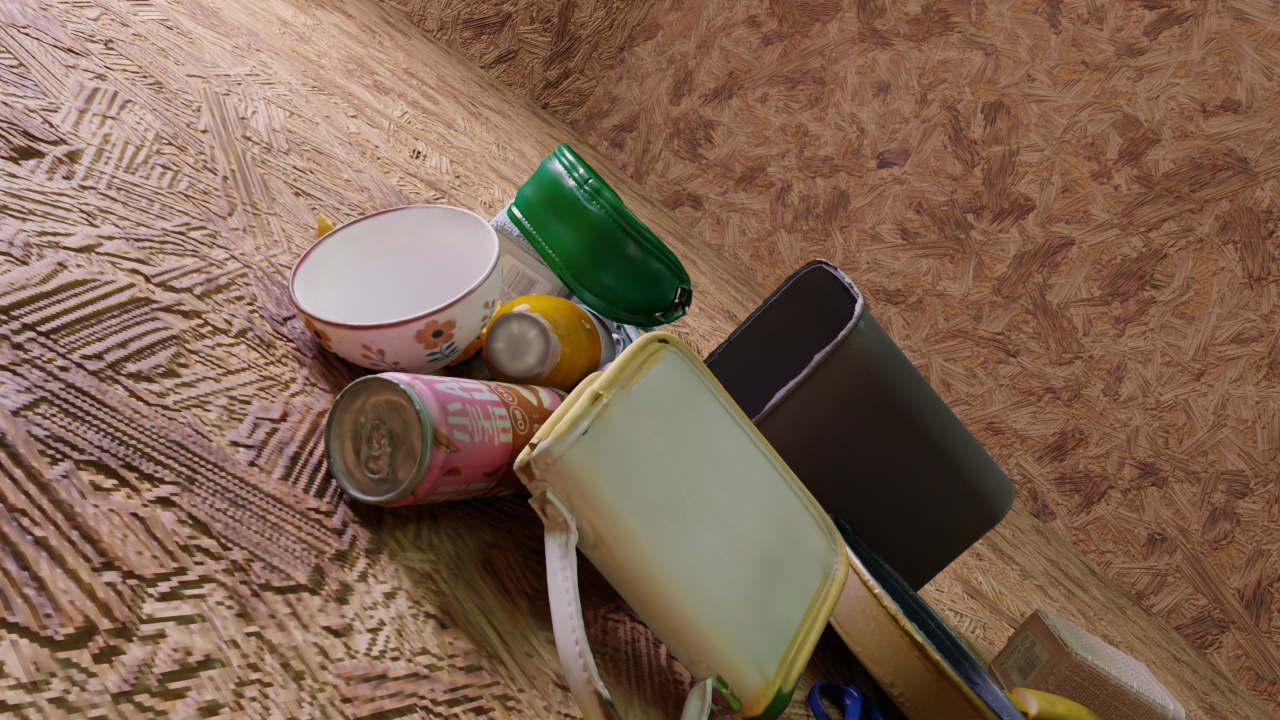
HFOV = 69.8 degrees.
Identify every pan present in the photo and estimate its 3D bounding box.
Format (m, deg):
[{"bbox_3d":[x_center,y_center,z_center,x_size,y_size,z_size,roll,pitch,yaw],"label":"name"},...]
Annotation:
[{"bbox_3d":[0.245,0.223,0.639,0.357,0.078,0.197,42,8,-28],"label":"pan"}]

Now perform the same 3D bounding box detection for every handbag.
[{"bbox_3d":[0.007,0.091,0.420,0.163,0.063,0.178,50,39,-5],"label":"handbag"},{"bbox_3d":[-0.024,-0.088,0.663,0.131,0.068,0.120,48,15,28],"label":"handbag"}]

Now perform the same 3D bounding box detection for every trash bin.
[{"bbox_3d":[0.166,0.067,0.771,0.220,0.199,0.198,42,13,-14],"label":"trash bin"}]

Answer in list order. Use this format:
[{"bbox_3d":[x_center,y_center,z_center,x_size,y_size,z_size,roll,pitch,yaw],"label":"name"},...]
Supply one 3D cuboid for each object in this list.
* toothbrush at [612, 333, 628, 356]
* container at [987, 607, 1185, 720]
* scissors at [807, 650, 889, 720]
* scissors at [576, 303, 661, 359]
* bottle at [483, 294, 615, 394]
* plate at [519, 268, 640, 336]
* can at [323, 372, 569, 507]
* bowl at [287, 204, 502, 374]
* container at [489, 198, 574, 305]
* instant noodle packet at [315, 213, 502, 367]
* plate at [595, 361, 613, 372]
[{"bbox_3d":[0.027,0.004,0.954,0.224,0.027,0.026,16,61,-59],"label":"toothbrush"},{"bbox_3d":[0.369,0.279,0.774,0.111,0.090,0.089,33,13,-6],"label":"container"},{"bbox_3d":[0.145,0.213,0.560,0.172,0.012,0.132,24,17,-51],"label":"scissors"},{"bbox_3d":[0.003,0.008,0.811,0.143,0.019,0.180,-1,40,-37],"label":"scissors"},{"bbox_3d":[-0.058,-0.007,0.590,0.068,0.068,0.189,39,2,4],"label":"bottle"},{"bbox_3d":[-0.062,-0.069,0.975,0.179,0.024,0.179,36,12,-10],"label":"plate"},{"bbox_3d":[-0.081,0.038,0.446,0.058,0.058,0.147,43,13,21],"label":"can"},{"bbox_3d":[-0.129,-0.032,0.512,0.113,0.113,0.062,49,-24,42],"label":"bowl"},{"bbox_3d":[-0.095,-0.067,0.729,0.090,0.090,0.111,36,16,-7],"label":"container"},{"bbox_3d":[-0.149,-0.049,0.607,0.128,0.044,0.110,39,7,-3],"label":"instant noodle packet"},{"bbox_3d":[0.043,0.075,0.567,0.192,0.039,0.192,44,25,-26],"label":"plate"}]
